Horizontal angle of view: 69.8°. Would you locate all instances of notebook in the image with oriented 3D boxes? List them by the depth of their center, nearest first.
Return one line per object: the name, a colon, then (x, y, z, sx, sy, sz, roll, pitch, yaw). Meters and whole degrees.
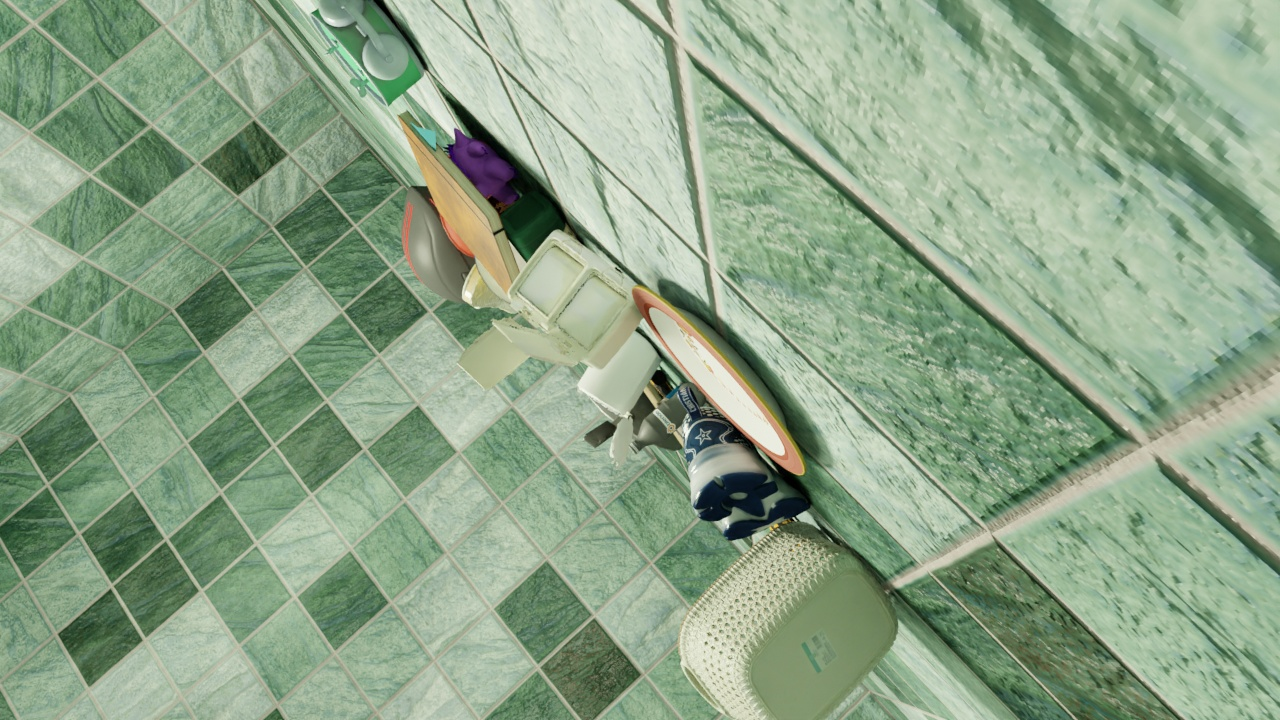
notebook: (-0.210, -0.182, 1.066, 0.249, 0.014, 0.179, 48, 163, 34)

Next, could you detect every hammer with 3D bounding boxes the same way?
hammer: (-0.007, 0.007, 1.262, 0.331, 0.030, 0.119, 53, 175, -9)
hammer: (0.121, 0.141, 1.295, 0.320, 0.036, 0.123, 49, 175, 15)

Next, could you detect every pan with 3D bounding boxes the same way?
pan: (-0.019, 0.079, 1.332, 0.178, 0.041, 0.356, 35, -167, 8)

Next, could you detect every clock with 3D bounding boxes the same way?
clock: (-0.298, -0.341, 0.989, 0.122, 0.075, 0.162, 49, 173, -11)

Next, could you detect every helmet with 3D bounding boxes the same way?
helmet: (-0.290, -0.183, 1.484, 0.164, 0.170, 0.265, 43, 171, 42)

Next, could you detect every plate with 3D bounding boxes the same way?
plate: (0.075, 0.013, 0.842, 0.230, 0.021, 0.230, 48, 174, 6)

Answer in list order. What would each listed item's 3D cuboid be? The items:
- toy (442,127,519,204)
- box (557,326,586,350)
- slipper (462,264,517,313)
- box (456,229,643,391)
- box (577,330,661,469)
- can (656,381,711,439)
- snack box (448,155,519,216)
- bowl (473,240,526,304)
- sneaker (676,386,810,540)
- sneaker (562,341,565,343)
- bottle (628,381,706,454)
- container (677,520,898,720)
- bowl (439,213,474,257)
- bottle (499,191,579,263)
toy: (-0.187, -0.220, 1.054, 0.088, 0.055, 0.106, 51, 165, 11)
box: (-0.077, -0.021, 1.327, 0.209, 0.049, 0.066, 31, -174, -38)
slipper: (-0.203, -0.118, 1.332, 0.052, 0.115, 0.262, 31, -172, 8)
box: (-0.096, -0.047, 0.924, 0.145, 0.185, 0.095, 36, 161, 32)
box: (-0.028, 0.045, 1.162, 0.112, 0.162, 0.084, 33, 176, 13)
can: (0.079, 0.090, 1.191, 0.130, 0.044, 0.130, 48, 174, 6)
snack box: (-0.193, -0.211, 1.255, 0.152, 0.036, 0.133, 42, 171, 45)
bowl: (-0.146, -0.134, 1.171, 0.117, 0.067, 0.117, 16, 126, 23)
sneaker: (0.107, 0.118, 1.033, 0.269, 0.103, 0.132, 42, -157, -61)
sneaker: (-0.128, -0.102, 1.373, 0.235, 0.087, 0.079, 53, -164, -65)
bottle: (0.030, 0.072, 1.108, 0.036, 0.110, 0.036, 48, 174, 6)
container: (0.178, 0.319, 1.078, 0.184, 0.245, 0.143, 53, 165, -14)
bowl: (-0.243, -0.216, 1.360, 0.122, 0.035, 0.121, 29, -126, -50)
bottle: (-0.098, -0.121, 1.032, 0.061, 0.061, 0.131, 45, 174, 46)
